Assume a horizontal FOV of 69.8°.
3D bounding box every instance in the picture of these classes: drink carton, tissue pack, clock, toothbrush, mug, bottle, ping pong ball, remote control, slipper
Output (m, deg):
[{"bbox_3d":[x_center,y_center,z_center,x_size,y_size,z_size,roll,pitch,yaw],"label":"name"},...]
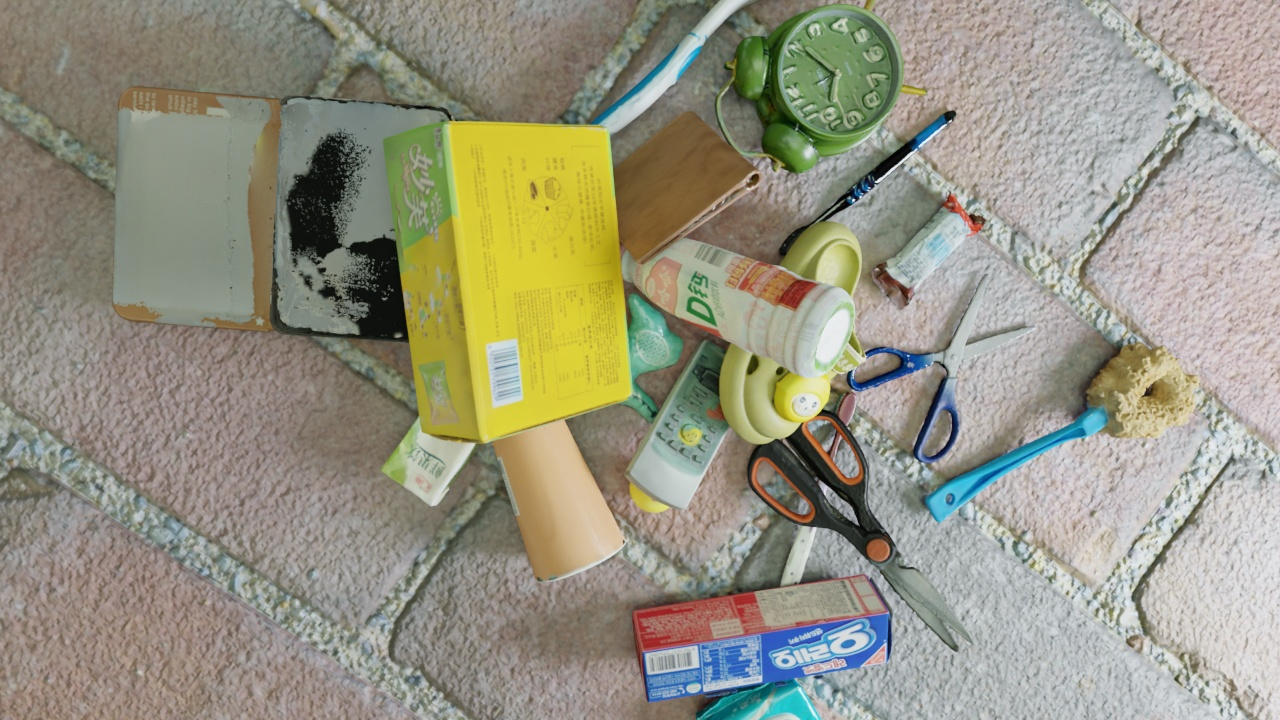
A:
[{"bbox_3d":[-0.148,0.050,0.729,0.053,0.045,0.122,34,90,1],"label":"drink carton"},{"bbox_3d":[0.115,0.330,0.779,0.093,0.050,0.133,-31,97,-1],"label":"tissue pack"},{"bbox_3d":[0.135,-0.216,0.726,0.161,0.056,0.116,-28,96,-2],"label":"clock"},{"bbox_3d":[0.190,-0.147,0.759,0.189,0.016,0.014,-39,103,-2],"label":"toothbrush"},{"bbox_3d":[-0.071,0.104,0.730,0.078,0.078,0.123,-23,92,-3],"label":"mug"},{"bbox_3d":[0.059,-0.051,0.686,0.197,0.068,0.068,25,93,32],"label":"bottle"},{"bbox_3d":[0.011,0.104,0.752,0.040,0.040,0.040,-1,95,-6],"label":"ping pong ball"},{"bbox_3d":[0.041,0.052,0.739,0.056,0.019,0.135,34,71,-9],"label":"remote control"},{"bbox_3d":[0.132,-0.020,0.719,0.091,0.082,0.190,31,83,-40],"label":"slipper"},{"bbox_3d":[0.149,0.115,0.781,0.016,0.017,0.187,16,96,-10],"label":"toothbrush"}]

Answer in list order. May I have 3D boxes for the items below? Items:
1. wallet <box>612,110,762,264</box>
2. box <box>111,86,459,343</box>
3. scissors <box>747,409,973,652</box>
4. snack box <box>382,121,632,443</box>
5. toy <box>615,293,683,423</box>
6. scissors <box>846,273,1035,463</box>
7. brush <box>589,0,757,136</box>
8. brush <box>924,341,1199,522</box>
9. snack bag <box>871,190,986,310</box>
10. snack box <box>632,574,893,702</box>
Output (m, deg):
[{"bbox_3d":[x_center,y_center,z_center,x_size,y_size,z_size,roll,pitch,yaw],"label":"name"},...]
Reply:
[{"bbox_3d":[0.021,-0.135,0.709,0.115,0.101,0.020,-36,141,1],"label":"wallet"},{"bbox_3d":[-0.267,-0.108,0.693,0.259,0.082,0.177,5,95,-2],"label":"box"},{"bbox_3d":[0.175,0.151,0.754,0.149,0.021,0.234,-20,87,18],"label":"scissors"},{"bbox_3d":[-0.088,-0.060,0.657,0.157,0.070,0.210,-15,103,-48],"label":"snack box"},{"bbox_3d":[-0.004,0.004,0.744,0.092,0.030,0.096,-38,106,18],"label":"toy"},{"bbox_3d":[0.255,0.007,0.782,0.174,0.012,0.162,0,94,-7],"label":"scissors"},{"bbox_3d":[0.061,-0.286,0.710,0.314,0.060,0.109,-30,91,1],"label":"brush"},{"bbox_3d":[0.359,0.066,0.788,0.255,0.046,0.083,-29,101,2],"label":"brush"},{"bbox_3d":[0.240,-0.092,0.763,0.105,0.026,0.045,-46,107,1],"label":"snack bag"},{"bbox_3d":[0.100,0.229,0.758,0.207,0.058,0.057,-8,113,-4],"label":"snack box"}]
